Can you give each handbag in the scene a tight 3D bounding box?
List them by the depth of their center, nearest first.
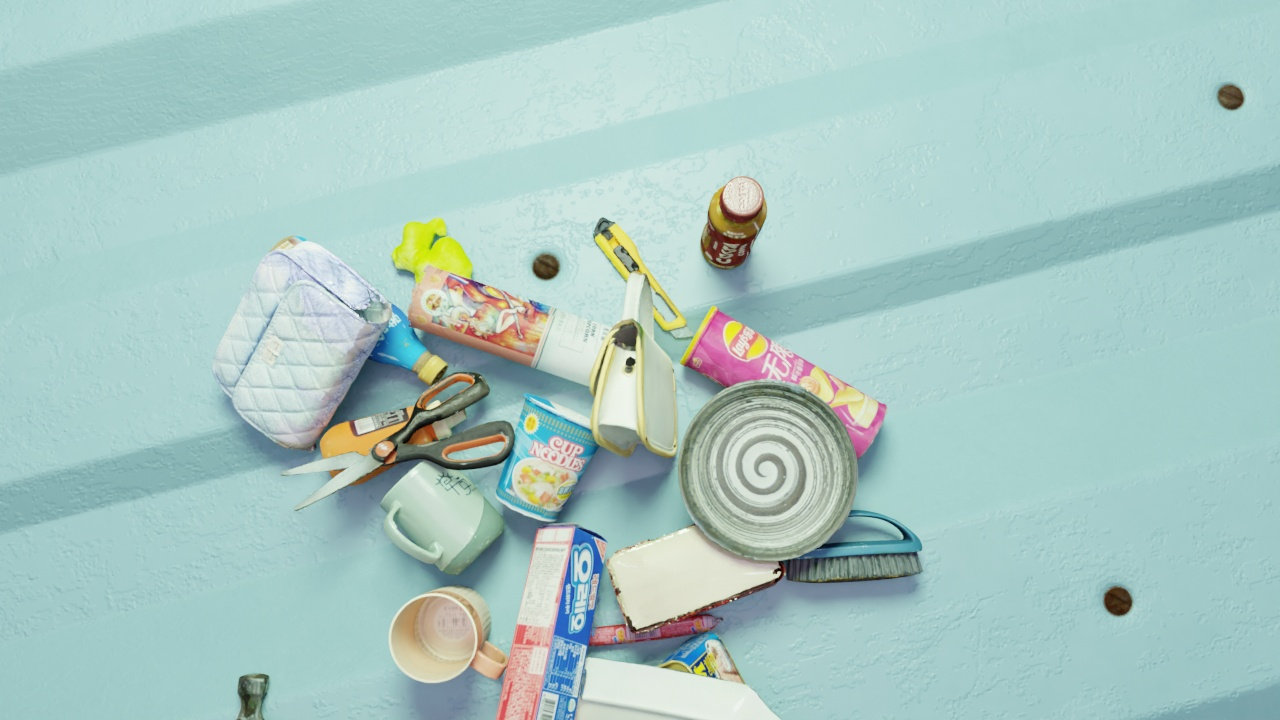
[{"bbox_3d":[-0.005,0.005,0.921,0.063,0.163,0.178,-1,78,12],"label":"handbag"},{"bbox_3d":[-0.346,-0.013,0.925,0.134,0.075,0.194,38,117,3],"label":"handbag"}]

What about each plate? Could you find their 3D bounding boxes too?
[{"bbox_3d":[0.020,0.374,0.868,0.266,0.034,0.162,0,98,28],"label":"plate"},{"bbox_3d":[0.126,0.108,0.913,0.179,0.024,0.179,0,82,0],"label":"plate"}]

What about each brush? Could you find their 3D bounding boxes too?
[{"bbox_3d":[0.218,0.192,0.948,0.144,0.055,0.073,-3,84,0],"label":"brush"}]

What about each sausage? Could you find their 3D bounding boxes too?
[{"bbox_3d":[0.010,0.281,0.954,0.156,0.020,0.020,-7,82,-1],"label":"sausage"}]

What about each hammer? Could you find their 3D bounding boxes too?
[{"bbox_3d":[-0.253,0.392,0.934,0.323,0.032,0.126,2,82,0],"label":"hammer"}]

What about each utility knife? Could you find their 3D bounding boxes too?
[{"bbox_3d":[0.003,-0.090,1.006,0.033,0.015,0.167,-37,84,-2],"label":"utility knife"}]

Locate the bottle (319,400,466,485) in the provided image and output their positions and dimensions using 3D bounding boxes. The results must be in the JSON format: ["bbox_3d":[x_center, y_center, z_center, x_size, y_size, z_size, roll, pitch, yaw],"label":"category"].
[{"bbox_3d":[-0.255,0.079,0.963,0.149,0.067,0.066,-21,83,-10],"label":"bottle"}]

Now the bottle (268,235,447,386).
[{"bbox_3d":[-0.300,-0.047,0.976,0.218,0.065,0.065,37,84,4],"label":"bottle"}]

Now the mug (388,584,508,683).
[{"bbox_3d":[-0.182,0.275,0.911,0.114,0.106,0.081,30,83,4],"label":"mug"}]

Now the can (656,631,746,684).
[{"bbox_3d":[0.062,0.331,0.908,0.057,0.083,0.102,-32,83,29],"label":"can"}]

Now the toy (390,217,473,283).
[{"bbox_3d":[-0.224,-0.107,1.001,0.100,0.031,0.096,23,86,7],"label":"toy"}]

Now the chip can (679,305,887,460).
[{"bbox_3d":[0.149,0.024,0.962,0.210,0.071,0.071,30,83,4],"label":"chip can"}]

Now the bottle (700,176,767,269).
[{"bbox_3d":[0.095,-0.140,0.932,0.057,0.175,0.057,0,82,0],"label":"bottle"}]

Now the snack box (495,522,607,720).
[{"bbox_3d":[-0.085,0.267,0.902,0.058,0.057,0.207,-10,59,39],"label":"snack box"}]

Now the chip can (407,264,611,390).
[{"bbox_3d":[-0.130,-0.033,0.958,0.214,0.071,0.071,19,82,-4],"label":"chip can"}]

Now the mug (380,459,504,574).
[{"bbox_3d":[-0.205,0.162,0.926,0.106,0.111,0.082,47,120,3],"label":"mug"}]

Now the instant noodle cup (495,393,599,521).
[{"bbox_3d":[-0.096,0.103,0.946,0.099,0.099,0.110,23,91,3],"label":"instant noodle cup"}]

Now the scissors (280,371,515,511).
[{"bbox_3d":[-0.229,0.088,0.905,0.198,0.022,0.226,24,53,20],"label":"scissors"}]

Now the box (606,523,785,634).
[{"bbox_3d":[0.054,0.208,0.926,0.168,0.077,0.091,-19,72,-5],"label":"box"}]
